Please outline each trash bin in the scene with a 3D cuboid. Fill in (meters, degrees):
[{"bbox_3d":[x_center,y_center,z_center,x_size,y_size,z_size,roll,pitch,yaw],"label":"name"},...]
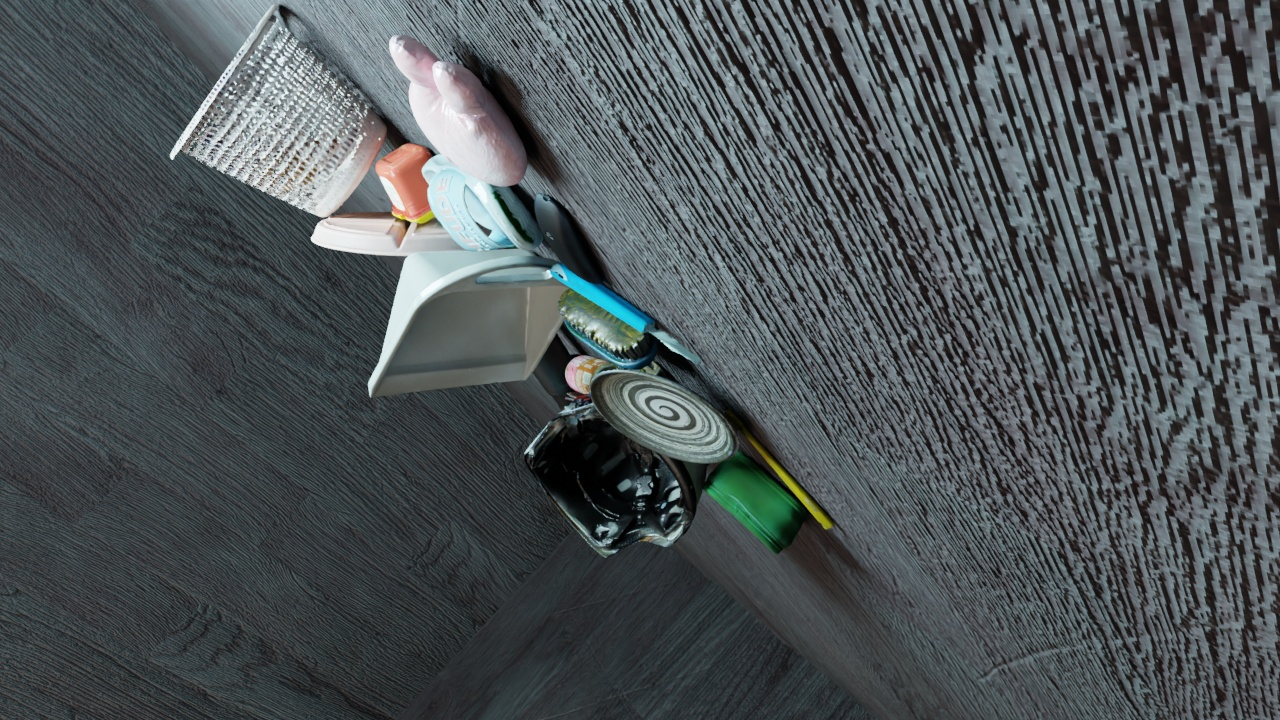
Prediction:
[{"bbox_3d":[-0.440,-0.293,1.154,0.192,0.227,0.228,35,175,-28],"label":"trash bin"}]

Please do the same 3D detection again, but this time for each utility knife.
[{"bbox_3d":[-0.014,-0.049,0.953,0.216,0.018,0.034,35,-155,34],"label":"utility knife"}]

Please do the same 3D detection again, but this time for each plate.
[{"bbox_3d":[0.028,0.058,1.020,0.179,0.024,0.180,22,152,12],"label":"plate"},{"bbox_3d":[-0.300,-0.165,1.171,0.230,0.229,0.028,28,119,57],"label":"plate"}]

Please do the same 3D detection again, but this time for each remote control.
[{"bbox_3d":[-0.075,-0.115,0.923,0.053,0.024,0.136,38,168,33],"label":"remote control"}]

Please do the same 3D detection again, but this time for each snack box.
[{"bbox_3d":[-0.283,-0.222,1.145,0.091,0.082,0.080,28,151,54],"label":"snack box"}]

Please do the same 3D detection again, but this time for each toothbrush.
[{"bbox_3d":[0.154,0.126,1.033,0.190,0.016,0.016,47,167,-15],"label":"toothbrush"}]

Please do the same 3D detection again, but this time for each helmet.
[{"bbox_3d":[-0.012,0.129,1.238,0.230,0.156,0.275,50,133,-6],"label":"helmet"}]

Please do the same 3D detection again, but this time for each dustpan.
[{"bbox_3d":[-0.187,-0.036,1.088,0.142,0.222,0.258,48,134,44],"label":"dustpan"}]

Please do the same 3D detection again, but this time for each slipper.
[{"bbox_3d":[-0.193,-0.172,1.013,0.104,0.074,0.245,52,168,-34],"label":"slipper"}]

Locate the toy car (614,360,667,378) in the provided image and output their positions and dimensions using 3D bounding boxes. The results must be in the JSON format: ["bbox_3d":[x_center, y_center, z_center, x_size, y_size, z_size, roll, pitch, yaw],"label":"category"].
[{"bbox_3d":[-0.007,0.006,1.116,0.090,0.035,0.042,38,167,32],"label":"toy car"}]

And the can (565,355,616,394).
[{"bbox_3d":[-0.066,0.026,1.353,0.058,0.058,0.147,47,169,-18],"label":"can"}]

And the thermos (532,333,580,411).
[{"bbox_3d":[-0.150,-0.026,1.421,0.069,0.089,0.242,-4,137,28],"label":"thermos"}]

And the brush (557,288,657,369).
[{"bbox_3d":[-0.033,-0.030,1.014,0.144,0.055,0.073,34,164,41],"label":"brush"}]

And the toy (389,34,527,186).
[{"bbox_3d":[-0.151,-0.207,0.768,0.121,0.054,0.159,33,168,15],"label":"toy"}]

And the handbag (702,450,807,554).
[{"bbox_3d":[0.144,0.182,1.152,0.131,0.068,0.120,40,170,21],"label":"handbag"}]

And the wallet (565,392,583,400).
[{"bbox_3d":[-0.056,0.065,1.382,0.096,0.020,0.122,8,-179,-16],"label":"wallet"}]
